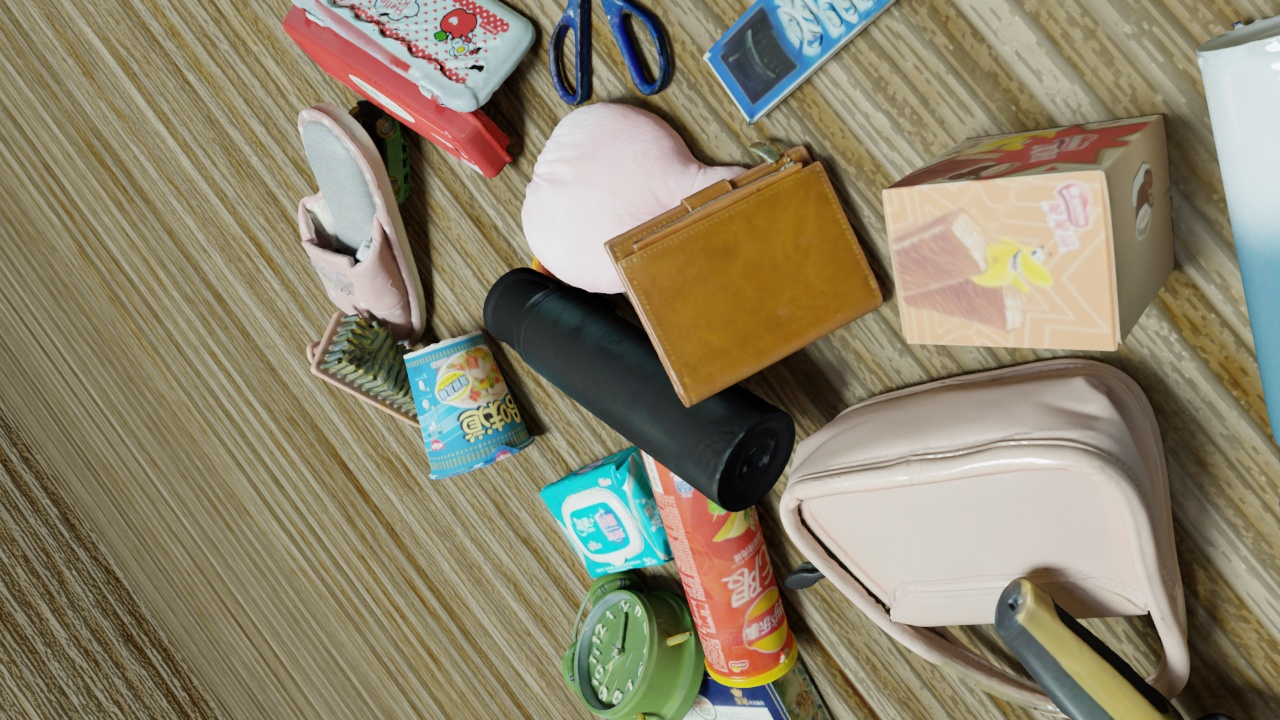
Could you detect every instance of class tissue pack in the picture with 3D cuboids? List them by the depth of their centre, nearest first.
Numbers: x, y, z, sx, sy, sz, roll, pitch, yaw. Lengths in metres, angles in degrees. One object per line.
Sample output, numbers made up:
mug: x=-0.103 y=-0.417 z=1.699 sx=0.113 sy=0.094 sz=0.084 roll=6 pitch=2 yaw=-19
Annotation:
tissue pack: x=-0.021 y=0.127 z=0.756 sx=0.134 sy=0.050 sz=0.093 roll=-27 pitch=96 yaw=49

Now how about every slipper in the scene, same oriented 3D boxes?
slipper: x=-0.248 y=-0.096 z=0.794 sx=0.114 sy=0.054 sz=0.275 roll=34 pitch=147 yaw=20

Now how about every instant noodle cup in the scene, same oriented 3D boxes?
instant noodle cup: x=-0.154 y=0.035 z=0.800 sx=0.099 sy=0.099 sz=0.110 roll=-13 pitch=97 yaw=47

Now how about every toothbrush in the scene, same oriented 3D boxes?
toothbrush: x=0.162 y=0.125 z=0.614 sx=0.014 sy=0.016 sz=0.190 roll=49 pitch=136 yaw=-5

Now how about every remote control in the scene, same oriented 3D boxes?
remote control: x=0.086 y=-0.179 z=0.483 sx=0.125 sy=0.024 sz=0.049 roll=-33 pitch=90 yaw=47

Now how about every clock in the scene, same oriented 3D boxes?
clock: x=-0.013 y=0.244 z=0.777 sx=0.161 sy=0.056 sz=0.116 roll=17 pitch=83 yaw=58

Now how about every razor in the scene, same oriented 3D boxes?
razor: x=0.244 y=0.171 z=0.468 sx=0.167 sy=0.062 sz=0.068 roll=43 pitch=110 yaw=-10

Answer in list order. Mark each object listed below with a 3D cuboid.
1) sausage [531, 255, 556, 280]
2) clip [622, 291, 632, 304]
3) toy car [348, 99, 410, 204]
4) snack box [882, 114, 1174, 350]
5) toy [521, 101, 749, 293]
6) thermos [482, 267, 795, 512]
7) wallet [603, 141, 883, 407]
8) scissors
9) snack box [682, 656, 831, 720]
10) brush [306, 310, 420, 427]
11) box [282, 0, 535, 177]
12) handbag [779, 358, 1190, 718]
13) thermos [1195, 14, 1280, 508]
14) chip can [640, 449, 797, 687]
sausage: x=-0.059 y=-0.109 z=0.665 sx=0.021 sy=0.021 sz=0.166 roll=38 pitch=135 yaw=19
clip: x=-0.024 y=-0.061 z=0.656 sx=0.104 sy=0.034 sz=0.087 roll=51 pitch=135 yaw=-6
toy car: x=-0.214 y=-0.172 z=0.760 sx=0.043 sy=0.036 sz=0.091 roll=30 pitch=136 yaw=28
snack box: x=0.178 y=-0.059 z=0.420 sx=0.094 sy=0.092 sz=0.077 roll=4 pitch=117 yaw=43
toy: x=-0.001 y=-0.094 z=0.582 sx=0.159 sy=0.054 sz=0.121 roll=25 pitch=104 yaw=19
thermos: x=-0.004 y=0.004 z=0.610 sx=0.242 sy=0.089 sz=0.069 roll=34 pitch=135 yaw=38
wallet: x=0.057 y=-0.055 z=0.520 sx=0.119 sy=0.130 sz=0.035 roll=63 pitch=175 yaw=-2
scissors: x=-0.028 y=-0.233 z=0.566 sx=0.163 sy=0.012 sz=0.163 roll=43 pitch=136 yaw=18
snack box: x=0.090 y=0.324 z=0.779 sx=0.178 sy=0.045 sz=0.182 roll=-20 pitch=100 yaw=48
brush: x=-0.230 y=0.016 z=0.843 sx=0.073 sy=0.063 sz=0.145 roll=-14 pitch=142 yaw=40
box: x=-0.162 y=-0.229 z=0.676 sx=0.201 sy=0.100 sz=0.095 roll=36 pitch=175 yaw=20
handbag: x=0.210 y=0.121 z=0.519 sx=0.194 sy=0.093 sz=0.234 roll=-18 pitch=111 yaw=43
thermos: x=0.280 y=-0.029 z=0.367 sx=0.070 sy=0.070 sz=0.220 roll=-7 pitch=111 yaw=45
chip can: x=0.055 y=0.131 z=0.672 sx=0.073 sy=0.073 sz=0.217 roll=-1 pitch=114 yaw=44
